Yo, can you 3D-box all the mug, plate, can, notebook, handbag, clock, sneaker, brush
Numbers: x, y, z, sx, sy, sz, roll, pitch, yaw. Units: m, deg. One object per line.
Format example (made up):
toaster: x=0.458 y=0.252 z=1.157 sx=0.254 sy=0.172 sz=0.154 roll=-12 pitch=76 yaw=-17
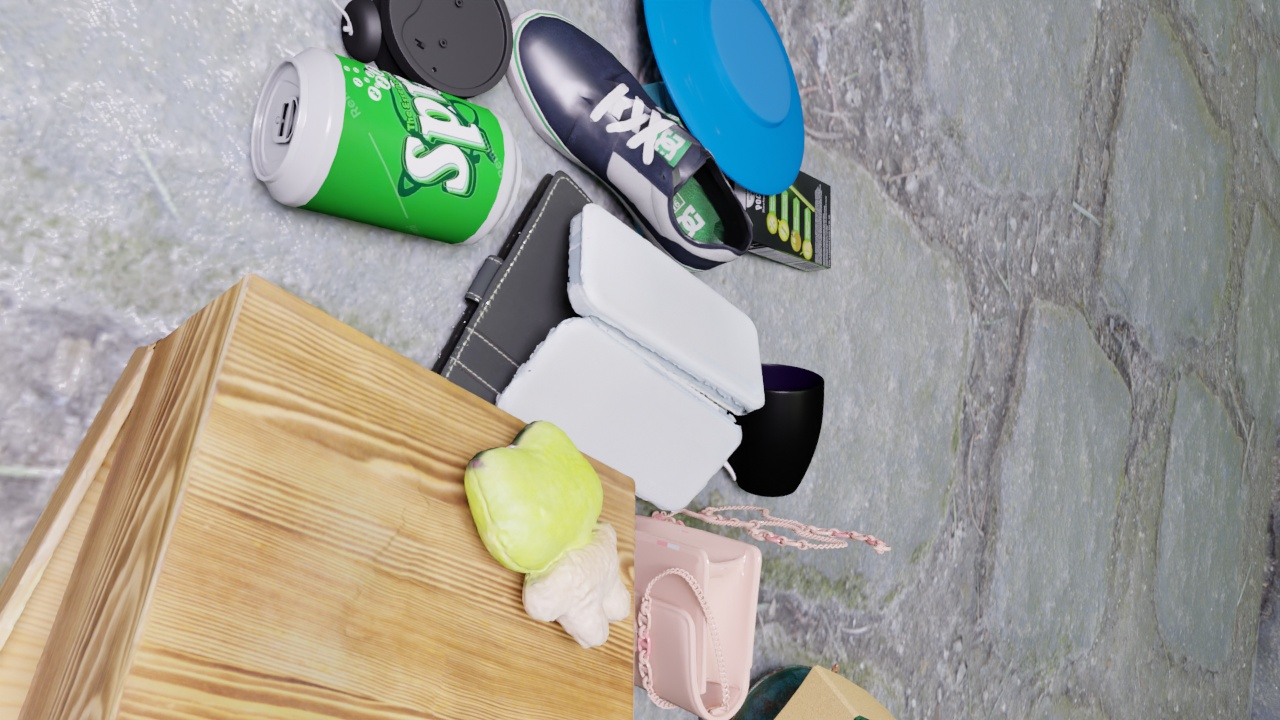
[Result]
mug: x=0.096 y=0.062 z=0.785 sx=0.118 sy=0.085 sz=0.100 roll=-2 pitch=106 yaw=-13
plate: x=0.083 y=-0.246 z=0.753 sx=0.224 sy=0.024 sz=0.224 roll=23 pitch=59 yaw=-45
can: x=-0.147 y=-0.122 z=0.543 sx=0.139 sy=0.088 sz=0.087 roll=9 pitch=84 yaw=-42
notebook: x=-0.060 y=-0.010 z=0.667 sx=0.169 sy=0.030 sz=0.208 roll=44 pitch=59 yaw=-36
handbag: x=0.066 y=0.179 z=0.669 sx=0.187 sy=0.199 sz=0.116 roll=2 pitch=89 yaw=-35
clock: x=-0.139 y=-0.215 z=0.579 sx=0.120 sy=0.043 sz=0.091 roll=28 pitch=72 yaw=-39
sneaker: x=-0.002 y=-0.161 z=0.664 sx=0.235 sy=0.079 sz=0.084 roll=46 pitch=71 yaw=-20
brush: x=0.127 y=0.389 z=0.738 sx=0.250 sy=0.075 sz=0.195 roll=-42 pitch=120 yaw=-2
clock: x=0.123 y=0.344 z=0.810 sx=0.157 sy=0.073 sz=0.121 roll=-32 pitch=117 yaw=-16

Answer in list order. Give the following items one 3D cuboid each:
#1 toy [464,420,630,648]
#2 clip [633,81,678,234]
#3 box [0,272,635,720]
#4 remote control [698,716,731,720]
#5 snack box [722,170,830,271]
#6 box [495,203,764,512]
toy: x=-0.043 y=0.089 z=0.468 sx=0.115 sy=0.046 sz=0.092 roll=62 pitch=27 yaw=-3
clip: x=0.032 y=-0.153 z=0.751 sx=0.119 sy=0.033 sz=0.121 roll=21 pitch=78 yaw=-38
box: x=-0.169 y=0.132 z=0.500 sx=0.279 sy=0.221 sz=0.258 roll=33 pitch=46 yaw=-38
remote control: x=0.063 y=0.261 z=0.795 sx=0.046 sy=0.009 sz=0.124 roll=-15 pitch=101 yaw=-42
snack box: x=0.124 y=-0.132 z=0.817 sx=0.147 sy=0.025 sz=0.080 roll=8 pitch=81 yaw=-51
box: x=0.008 y=0.004 z=0.667 sx=0.210 sy=0.084 sz=0.185 roll=35 pitch=67 yaw=-38
